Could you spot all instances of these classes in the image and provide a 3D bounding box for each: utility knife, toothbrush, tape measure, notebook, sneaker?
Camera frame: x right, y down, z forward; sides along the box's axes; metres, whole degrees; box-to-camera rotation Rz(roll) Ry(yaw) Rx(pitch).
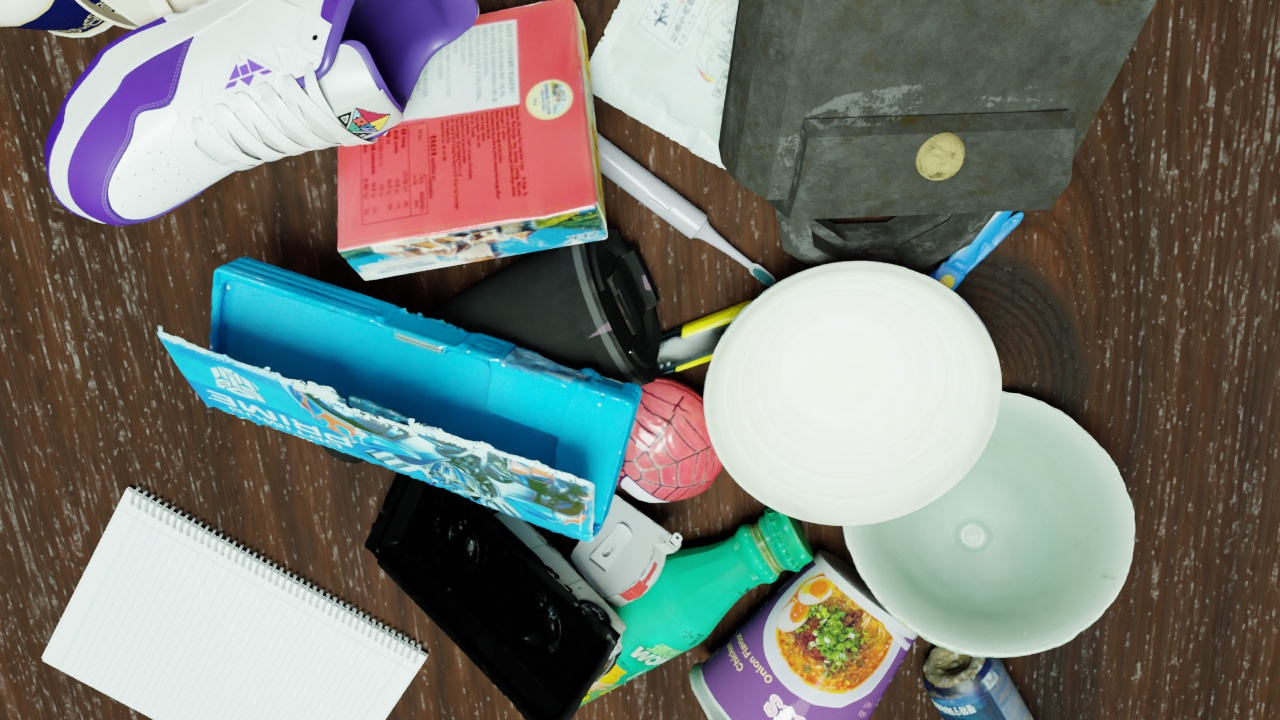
[{"bbox_3d":[-0.004,0.004,0.609,0.188,0.020,0.029,-20,104,9],"label":"utility knife"},{"bbox_3d":[0.010,-0.103,0.574,0.188,0.019,0.018,36,111,-8],"label":"toothbrush"},{"bbox_3d":[-0.013,0.128,0.616,0.062,0.060,0.020,-52,136,-9],"label":"tape measure"},{"bbox_3d":[-0.307,0.222,0.691,0.245,0.013,0.178,32,107,-7],"label":"notebook"},{"bbox_3d":[-0.183,-0.140,0.476,0.244,0.092,0.111,-44,66,-4],"label":"sneaker"}]

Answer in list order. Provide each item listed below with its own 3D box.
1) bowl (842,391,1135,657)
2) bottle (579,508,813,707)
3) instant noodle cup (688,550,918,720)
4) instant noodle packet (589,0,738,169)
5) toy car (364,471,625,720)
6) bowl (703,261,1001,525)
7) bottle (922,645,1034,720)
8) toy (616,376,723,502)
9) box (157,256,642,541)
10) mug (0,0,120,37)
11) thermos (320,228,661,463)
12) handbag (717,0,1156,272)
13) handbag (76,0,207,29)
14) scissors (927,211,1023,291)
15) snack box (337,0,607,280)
[{"bbox_3d":[0.221,0.107,0.601,0.174,0.068,0.174,-7,65,15],"label":"bowl"},{"bbox_3d":[0.018,0.167,0.631,0.210,0.068,0.068,-31,103,11],"label":"bottle"},{"bbox_3d":[0.116,0.201,0.614,0.122,0.136,0.122,38,96,19],"label":"instant noodle cup"},{"bbox_3d":[0.085,-0.235,0.504,0.147,0.057,0.270,29,118,-2],"label":"instant noodle packet"},{"bbox_3d":[-0.086,0.142,0.603,0.192,0.071,0.094,37,113,25],"label":"toy car"},{"bbox_3d":[0.128,0.014,0.578,0.177,0.057,0.177,2,114,5],"label":"bowl"},{"bbox_3d":[0.260,0.273,0.660,0.056,0.056,0.161,-30,104,10],"label":"bottle"},{"bbox_3d":[-0.009,0.056,0.601,0.133,0.062,0.092,-12,115,9],"label":"toy"},{"bbox_3d":[-0.131,0.029,0.494,0.243,0.085,0.092,18,114,6],"label":"box"},{"bbox_3d":[-0.344,-0.239,0.511,0.085,0.089,0.112,34,105,-8],"label":"mug"},{"bbox_3d":[-0.099,-0.003,0.572,0.219,0.105,0.106,-21,105,13],"label":"thermos"},{"bbox_3d":[0.144,-0.126,0.499,0.197,0.102,0.200,-4,133,-9],"label":"handbag"},{"bbox_3d":[-0.219,-0.252,0.482,0.194,0.101,0.198,-46,139,1],"label":"handbag"},{"bbox_3d":[0.198,-0.048,0.588,0.131,0.022,0.070,-42,99,10],"label":"scissors"},{"bbox_3d":[-0.097,-0.127,0.522,0.145,0.040,0.142,-9,67,5],"label":"snack box"}]
